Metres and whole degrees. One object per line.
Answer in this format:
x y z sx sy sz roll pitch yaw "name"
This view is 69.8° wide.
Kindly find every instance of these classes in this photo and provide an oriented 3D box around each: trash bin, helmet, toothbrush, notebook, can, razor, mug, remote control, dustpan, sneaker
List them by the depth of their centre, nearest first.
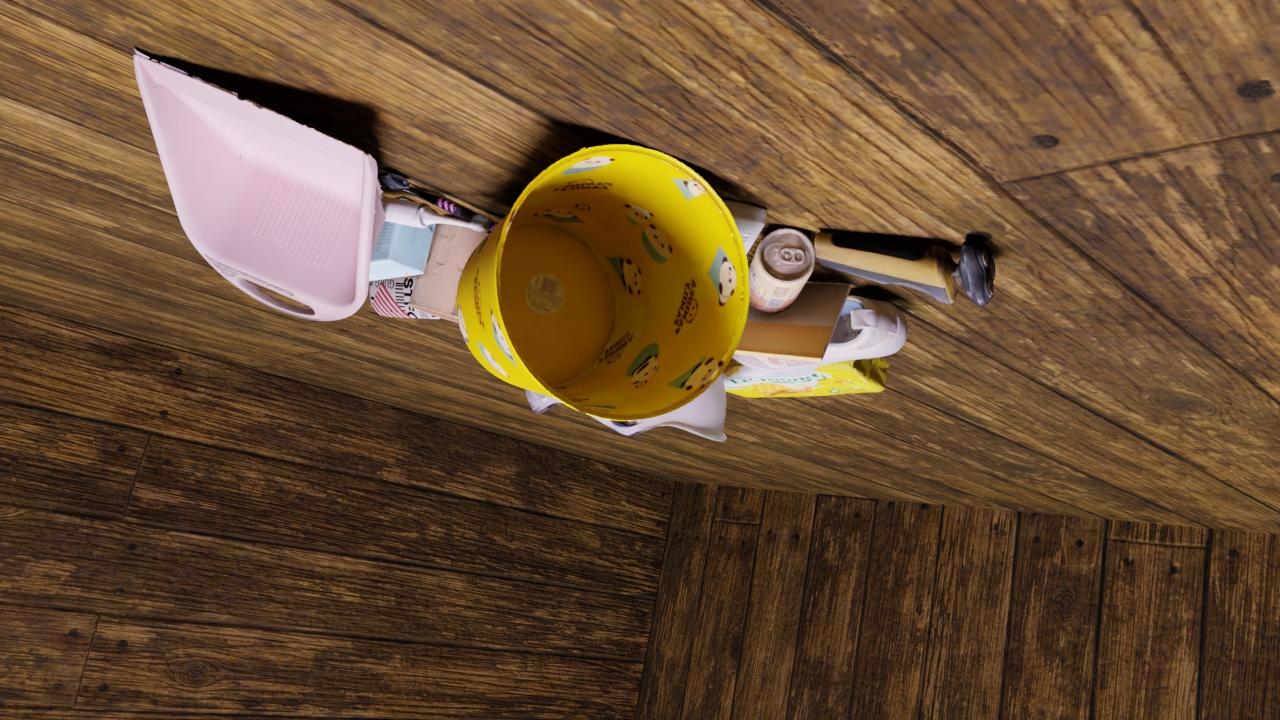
0.245 -0.094 0.854 0.167 0.062 0.068 13 139 15 "razor"
-0.058 -0.061 0.874 0.229 0.229 0.256 16 173 -22 "trash bin"
-0.356 -0.135 0.880 0.222 0.138 0.273 23 171 2 "dustpan"
0.083 -0.122 0.914 0.058 0.021 0.150 11 167 -2 "remote control"
0.139 -0.089 0.930 0.058 0.058 0.116 10 168 2 "can"
-0.251 -0.157 0.970 0.221 0.026 0.027 13 164 24 "toothbrush"
-0.199 -0.163 0.989 0.018 0.014 0.189 4 168 44 "toothbrush"
0.111 -0.050 0.997 0.206 0.145 0.010 6 127 23 "notebook"
-0.200 -0.097 1.039 0.084 0.103 0.125 19 175 -36 "mug"
0.181 -0.033 1.072 0.243 0.089 0.090 -4 170 44 "sneaker"
-0.007 0.007 1.145 0.259 0.146 0.228 12 -176 13 "helmet"

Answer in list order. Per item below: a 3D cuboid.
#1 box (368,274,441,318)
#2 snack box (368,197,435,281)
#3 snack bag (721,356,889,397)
-0.297 -0.101 1.273 0.163 0.076 0.087 2 -164 34 "box"
-0.310 -0.136 1.067 0.175 0.074 0.051 -1 165 44 "snack box"
0.201 0.003 1.231 0.247 0.068 0.158 -5 165 30 "snack bag"
